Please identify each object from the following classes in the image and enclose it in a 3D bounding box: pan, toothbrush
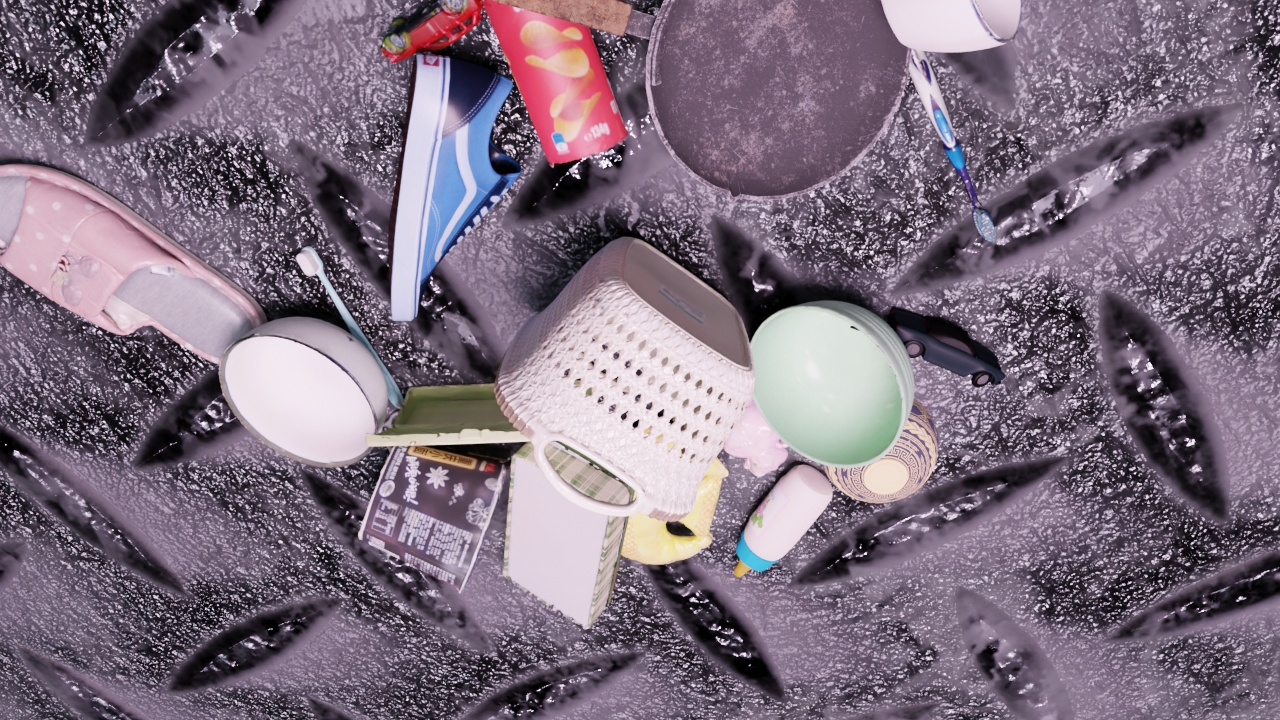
[{"bbox_3d":[0.028,-0.236,0.664,0.356,0.040,0.208,12,117,-17],"label":"pan"},{"bbox_3d":[-0.269,-0.026,0.861,0.016,0.016,0.181,-16,119,18],"label":"toothbrush"},{"bbox_3d":[0.249,-0.172,0.733,0.016,0.017,0.189,-25,116,18],"label":"toothbrush"}]

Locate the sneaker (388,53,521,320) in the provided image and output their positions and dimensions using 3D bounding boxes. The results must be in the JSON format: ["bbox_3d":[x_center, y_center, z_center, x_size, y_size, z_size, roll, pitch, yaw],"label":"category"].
[{"bbox_3d":[-0.153,-0.127,0.758,0.098,0.083,0.242,6,128,-20],"label":"sneaker"}]

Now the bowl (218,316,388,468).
[{"bbox_3d":[-0.300,0.020,0.848,0.153,0.072,0.154,8,128,10],"label":"bowl"}]

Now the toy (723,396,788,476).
[{"bbox_3d":[0.098,0.054,0.861,0.064,0.047,0.110,-28,103,15],"label":"toy"}]

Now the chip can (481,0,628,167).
[{"bbox_3d":[-0.080,-0.264,0.677,0.073,0.073,0.233,-15,118,13],"label":"chip can"}]

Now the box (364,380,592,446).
[{"bbox_3d":[-0.137,0.055,0.831,0.188,0.141,0.044,-3,104,4],"label":"box"}]

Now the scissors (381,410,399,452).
[{"bbox_3d":[-0.240,0.109,0.937,0.095,0.014,0.170,-10,116,8],"label":"scissors"}]

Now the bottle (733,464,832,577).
[{"bbox_3d":[0.134,0.169,0.920,0.051,0.051,0.146,27,118,-11],"label":"bottle"}]

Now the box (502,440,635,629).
[{"bbox_3d":[-0.073,0.168,0.894,0.118,0.049,0.206,26,135,18],"label":"box"}]

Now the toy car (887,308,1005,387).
[{"bbox_3d":[0.270,-0.013,0.808,0.112,0.046,0.034,23,121,-7],"label":"toy car"}]

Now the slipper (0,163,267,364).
[{"bbox_3d":[-0.470,-0.077,0.824,0.274,0.054,0.114,31,118,-15],"label":"slipper"}]

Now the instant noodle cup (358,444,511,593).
[{"bbox_3d":[-0.198,0.139,0.877,0.112,0.137,0.137,21,119,-8],"label":"instant noodle cup"}]

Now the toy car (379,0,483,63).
[{"bbox_3d":[-0.160,-0.259,0.703,0.091,0.042,0.036,-23,126,14],"label":"toy car"}]

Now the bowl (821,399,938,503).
[{"bbox_3d":[0.226,0.092,0.862,0.112,0.061,0.113,2,120,3],"label":"bowl"}]

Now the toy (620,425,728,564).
[{"bbox_3d":[0.002,0.134,0.902,0.155,0.064,0.171,10,124,3],"label":"toy"}]

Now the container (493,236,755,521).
[{"bbox_3d":[-0.004,0.004,0.736,0.184,0.245,0.143,33,108,-11],"label":"container"}]

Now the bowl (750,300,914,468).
[{"bbox_3d":[0.174,0.011,0.797,0.151,0.076,0.151,23,128,33],"label":"bowl"}]

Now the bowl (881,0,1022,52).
[{"bbox_3d":[0.211,-0.266,0.634,0.066,0.116,0.116,-7,124,41],"label":"bowl"}]
